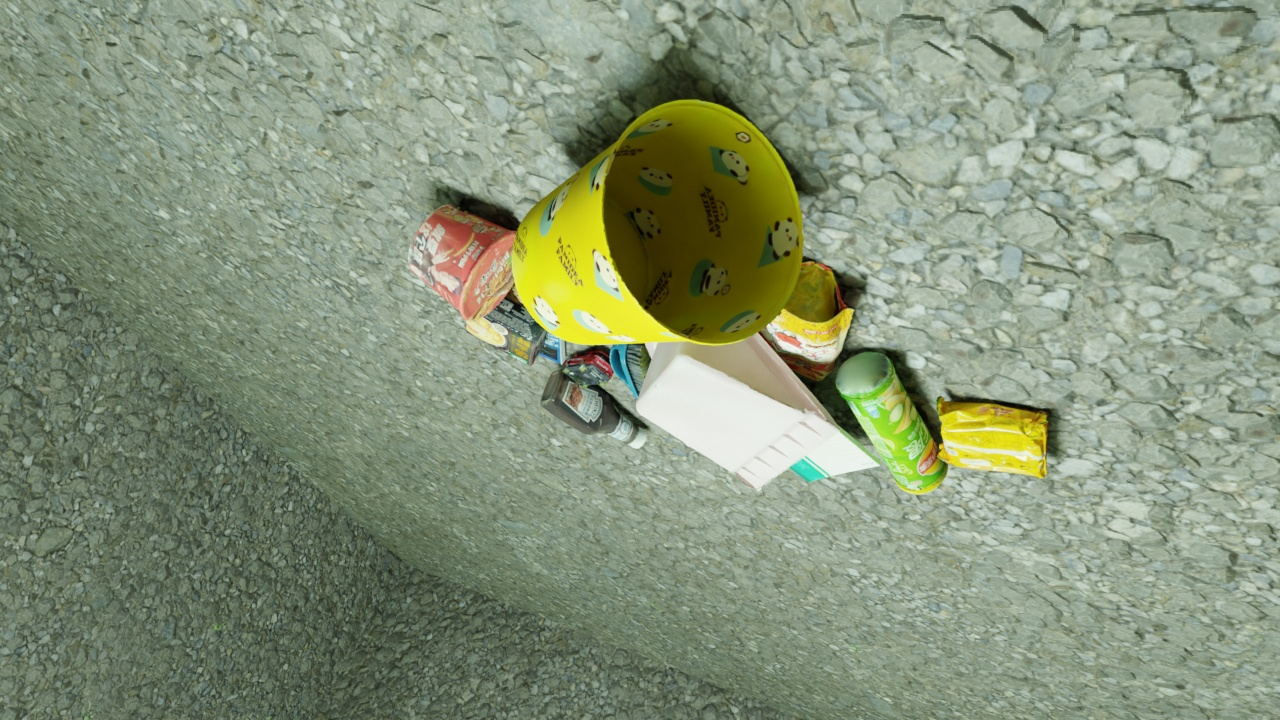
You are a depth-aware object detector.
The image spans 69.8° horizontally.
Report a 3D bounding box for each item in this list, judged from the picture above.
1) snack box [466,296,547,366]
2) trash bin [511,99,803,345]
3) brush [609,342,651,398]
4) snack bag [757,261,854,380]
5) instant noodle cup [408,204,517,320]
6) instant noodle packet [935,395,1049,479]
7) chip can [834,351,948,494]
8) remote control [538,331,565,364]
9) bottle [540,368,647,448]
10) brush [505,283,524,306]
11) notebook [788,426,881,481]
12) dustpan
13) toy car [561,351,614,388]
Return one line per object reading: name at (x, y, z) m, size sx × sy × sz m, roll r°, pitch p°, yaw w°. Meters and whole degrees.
snack box at (-0.195, -0.049, 1.351) m, size 0.113 × 0.053 × 0.126 m, roll 28°, pitch 156°, yaw 1°
trash bin at (-0.001, -0.119, 0.956) m, size 0.229 × 0.229 × 0.256 m, roll 41°, pitch 156°, yaw -22°
brush at (-0.008, 0.008, 1.345) m, size 0.073 × 0.055 × 0.144 m, roll 15°, pitch 150°, yaw 25°
snack bag at (0.183, -0.039, 1.088) m, size 0.128 × 0.073 × 0.208 m, roll 24°, pitch 160°, yaw 9°
instant noodle cup at (-0.239, -0.138, 1.240) m, size 0.108 × 0.137 × 0.138 m, roll 32°, pitch 154°, yaw 12°
instant noodle packet at (0.417, 0.091, 1.092) m, size 0.129 × 0.044 × 0.111 m, roll 8°, pitch 140°, yaw 30°
chip can at (0.314, 0.079, 1.140) m, size 0.073 × 0.072 × 0.221 m, roll 2°, pitch 143°, yaw 42°
remote control at (-0.141, -0.036, 1.432) m, size 0.049 × 0.024 × 0.125 m, roll 24°, pitch 152°, yaw 10°
bottle at (-0.072, 0.088, 1.522) m, size 0.195 × 0.079 × 0.044 m, roll 33°, pitch 150°, yaw -26°
brush at (-0.122, -0.103, 1.265) m, size 0.083 × 0.045 × 0.255 m, roll 34°, pitch 155°, yaw -14°
notebook at (0.196, 0.090, 1.221) m, size 0.209 × 0.012 × 0.151 m, roll 38°, pitch 149°, yaw -15°
dustpan at (0.110, 0.018, 1.174) m, size 0.273 × 0.138 × 0.223 m, roll 30°, pitch 146°, yaw -9°
toy car at (-0.079, 0.013, 1.434) m, size 0.053 × 0.045 × 0.121 m, roll 41°, pitch 158°, yaw -19°
